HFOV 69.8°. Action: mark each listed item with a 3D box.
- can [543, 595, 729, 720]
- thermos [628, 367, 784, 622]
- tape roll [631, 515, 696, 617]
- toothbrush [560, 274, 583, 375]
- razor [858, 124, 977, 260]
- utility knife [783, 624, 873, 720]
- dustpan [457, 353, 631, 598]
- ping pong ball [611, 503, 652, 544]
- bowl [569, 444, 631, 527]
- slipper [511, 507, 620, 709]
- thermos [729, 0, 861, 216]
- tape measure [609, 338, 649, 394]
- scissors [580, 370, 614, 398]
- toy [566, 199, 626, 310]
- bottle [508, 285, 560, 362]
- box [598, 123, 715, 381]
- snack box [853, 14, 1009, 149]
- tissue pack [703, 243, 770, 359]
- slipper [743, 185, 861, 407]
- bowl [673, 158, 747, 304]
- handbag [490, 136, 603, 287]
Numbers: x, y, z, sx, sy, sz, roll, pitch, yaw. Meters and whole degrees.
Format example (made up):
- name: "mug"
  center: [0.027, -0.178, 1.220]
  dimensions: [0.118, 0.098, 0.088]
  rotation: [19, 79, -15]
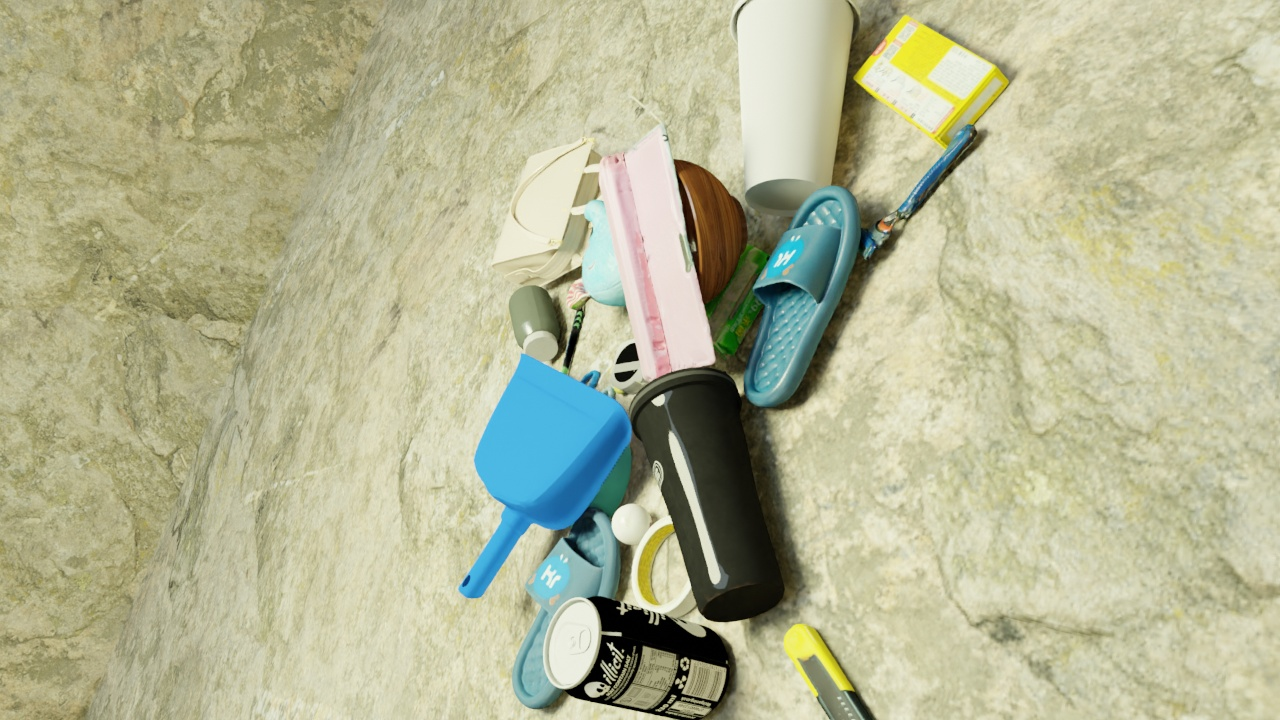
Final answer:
- name: "can"
  center: [-0.001, 0.246, 0.755]
  dimensions: [0.080, 0.146, 0.080]
  rotation: [-32, 45, 39]
- name: "thermos"
  center: [0.060, 0.113, 0.808]
  dimensions: [0.106, 0.105, 0.218]
  rotation: [-41, 45, 30]
- name: "tape roll"
  center: [0.029, 0.193, 0.863]
  dimensions: [0.094, 0.019, 0.093]
  rotation: [-32, 46, 39]
- name: "toothbrush"
  center: [-0.082, -0.040, 1.168]
  dimensions: [0.017, 0.014, 0.187]
  rotation: [-7, 64, 43]
- name: "razor"
  center: [0.241, -0.146, 0.799]
  dimensions: [0.141, 0.018, 0.043]
  rotation: [-48, 26, 20]
- name: "utility knife"
  center: [0.154, 0.262, 0.653]
  dimensions: [0.029, 0.020, 0.186]
  rotation: [-56, 36, 15]
- name: "dustpan"
  center: [-0.133, 0.136, 0.998]
  dimensions: [0.257, 0.059, 0.246]
  rotation: [-57, 33, -7]
- name: "ping pong ball"
  center: [-0.008, 0.163, 0.914]
  dimensions: [0.040, 0.040, 0.040]
  rotation: [-32, 45, 39]
- name: "bowl"
  center: [-0.067, 0.125, 1.011]
  dimensions: [0.121, 0.046, 0.121]
  rotation: [-32, 46, 39]
- name: "slipper"
  center: [-0.081, 0.253, 0.938]
  dimensions: [0.104, 0.059, 0.213]
  rotation: [20, 87, 54]
- name: "thermos"
  center: [0.151, -0.263, 0.914]
  dimensions: [0.132, 0.131, 0.221]
  rotation: [-14, 66, 49]
- name: "tape measure"
  center: [-0.006, 0.006, 1.034]
  dimensions: [0.065, 0.016, 0.064]
  rotation: [-11, 60, 50]
- name: "scissors"
  center: [-0.069, 0.076, 1.080]
  dimensions: [0.097, 0.020, 0.132]
  rotation: [17, 81, 59]
- name: "toy"
  center: [-0.019, -0.143, 1.078]
  dimensions: [0.184, 0.115, 0.180]
  rotation: [-35, 31, 18]
- name: "bottle"
  center: [-0.139, -0.048, 1.208]
  dimensions: [0.060, 0.060, 0.108]
  rotation: [-47, 37, 23]
- name: "box"
  center: [0.006, -0.097, 0.914]
  dimensions: [0.180, 0.050, 0.232]
  rotation: [155, 102, -74]
- name: "snack box"
  center: [0.261, -0.257, 0.839]
  dimensions: [0.075, 0.025, 0.152]
  rotation: [-51, 37, 19]
- name: "tissue pack"
  center: [0.090, -0.068, 0.938]
  dimensions: [0.114, 0.034, 0.099]
  rotation: [-59, 31, 7]
- name: "slipper"
  center: [0.136, -0.061, 0.843]
  dimensions: [0.104, 0.059, 0.213]
  rotation: [15, 85, 67]
- name: "bowl"
  center: [0.064, -0.127, 0.902]
  dimensions: [0.147, 0.068, 0.147]
  rotation: [168, 91, -76]
- name: "handbag"
  center: [-0.094, -0.200, 1.208]
  dimensions: [0.198, 0.101, 0.194]
  rotation: [-10, 58, 50]
